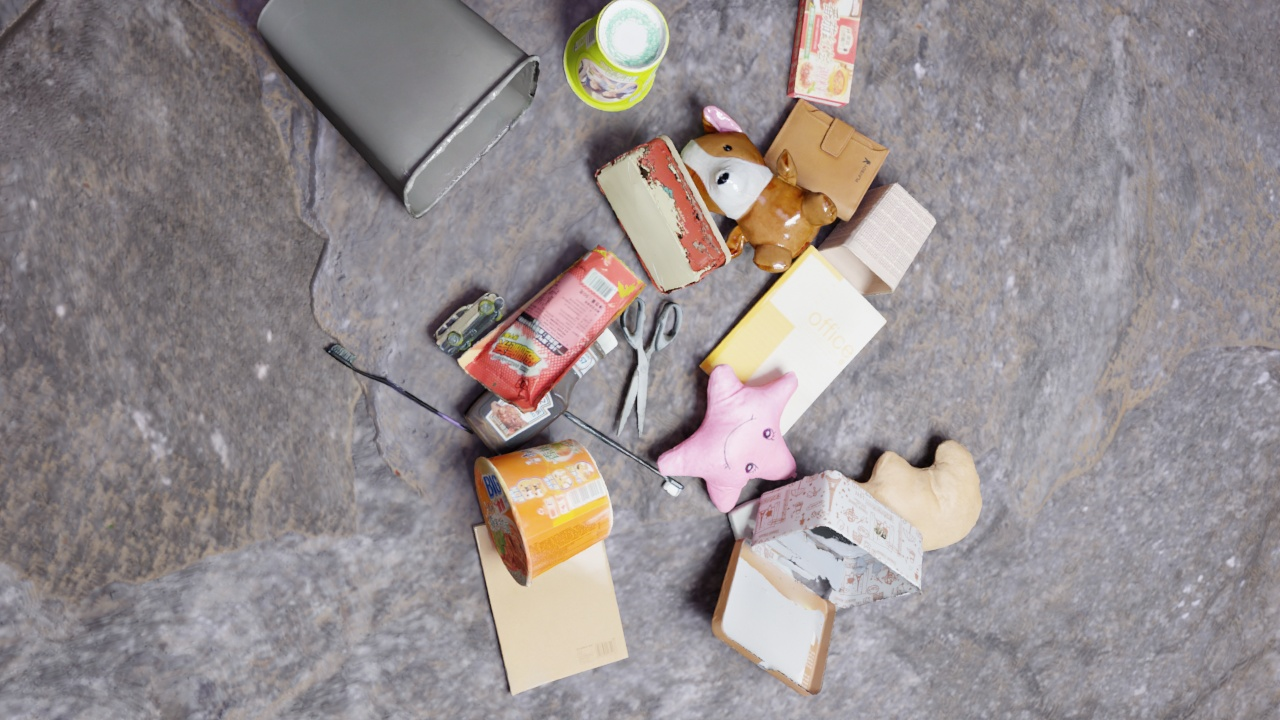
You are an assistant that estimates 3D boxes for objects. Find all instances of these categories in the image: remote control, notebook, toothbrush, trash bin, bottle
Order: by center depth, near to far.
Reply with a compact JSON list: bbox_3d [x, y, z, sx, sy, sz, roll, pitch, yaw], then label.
[{"bbox_3d":[-0.248,-0.299,0.950,0.220,0.199,0.198,44,81,-6],"label":"trash bin"},{"bbox_3d":[-0.271,0.034,1.049,0.189,0.014,0.016,32,73,-14],"label":"toothbrush"},{"bbox_3d":[-0.111,0.028,1.073,0.194,0.044,0.080,-39,100,-10],"label":"bottle"},{"bbox_3d":[-0.106,0.282,1.106,0.149,0.012,0.211,-13,96,-14],"label":"notebook"},{"bbox_3d":[-0.021,0.112,1.114,0.181,0.015,0.018,36,93,-14],"label":"toothbrush"},{"bbox_3d":[0.193,-0.021,1.151,0.146,0.010,0.206,43,90,-14],"label":"notebook"},{"bbox_3d":[0.157,0.250,1.163,0.058,0.021,0.150,-19,98,-19],"label":"remote control"}]

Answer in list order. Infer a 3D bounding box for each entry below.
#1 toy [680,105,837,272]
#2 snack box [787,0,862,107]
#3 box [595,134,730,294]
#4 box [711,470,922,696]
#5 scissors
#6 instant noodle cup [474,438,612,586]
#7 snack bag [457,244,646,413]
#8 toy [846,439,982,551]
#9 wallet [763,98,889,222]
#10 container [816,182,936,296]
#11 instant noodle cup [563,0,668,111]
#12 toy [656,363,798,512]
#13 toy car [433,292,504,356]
[{"bbox_3d":[0.121,-0.195,1.077,0.199,0.130,0.140,43,104,4],"label":"toy"},{"bbox_3d":[0.231,-0.398,1.140,0.075,0.025,0.153,7,91,-14],"label":"snack box"},{"bbox_3d":[0.022,-0.163,1.060,0.077,0.091,0.168,-37,102,-33],"label":"box"},{"bbox_3d":[0.218,0.262,1.083,0.181,0.158,0.204,39,52,-22],"label":"box"},{"bbox_3d":[0.006,0.003,1.106,0.165,0.014,0.163,-39,119,-21],"label":"scissors"},{"bbox_3d":[-0.106,0.162,1.028,0.111,0.151,0.151,-19,98,-24],"label":"instant noodle cup"},{"bbox_3d":[-0.096,-0.038,1.040,0.207,0.129,0.073,-46,143,-14],"label":"snack bag"},{"bbox_3d":[0.332,0.183,1.178,0.226,0.082,0.143,-8,91,-10],"label":"toy"},{"bbox_3d":[0.226,-0.247,1.130,0.132,0.031,0.107,32,81,1],"label":"wallet"},{"bbox_3d":[0.294,-0.152,1.140,0.090,0.090,0.111,39,81,-13],"label":"container"},{"bbox_3d":[-0.021,-0.349,1.030,0.111,0.123,0.111,-1,93,-14],"label":"instant noodle cup"},{"bbox_3d":[0.130,0.093,1.119,0.178,0.074,0.194,31,94,-24],"label":"toy"},{"bbox_3d":[-0.194,-0.044,1.047,0.090,0.042,0.035,-42,80,-2],"label":"toy car"}]
